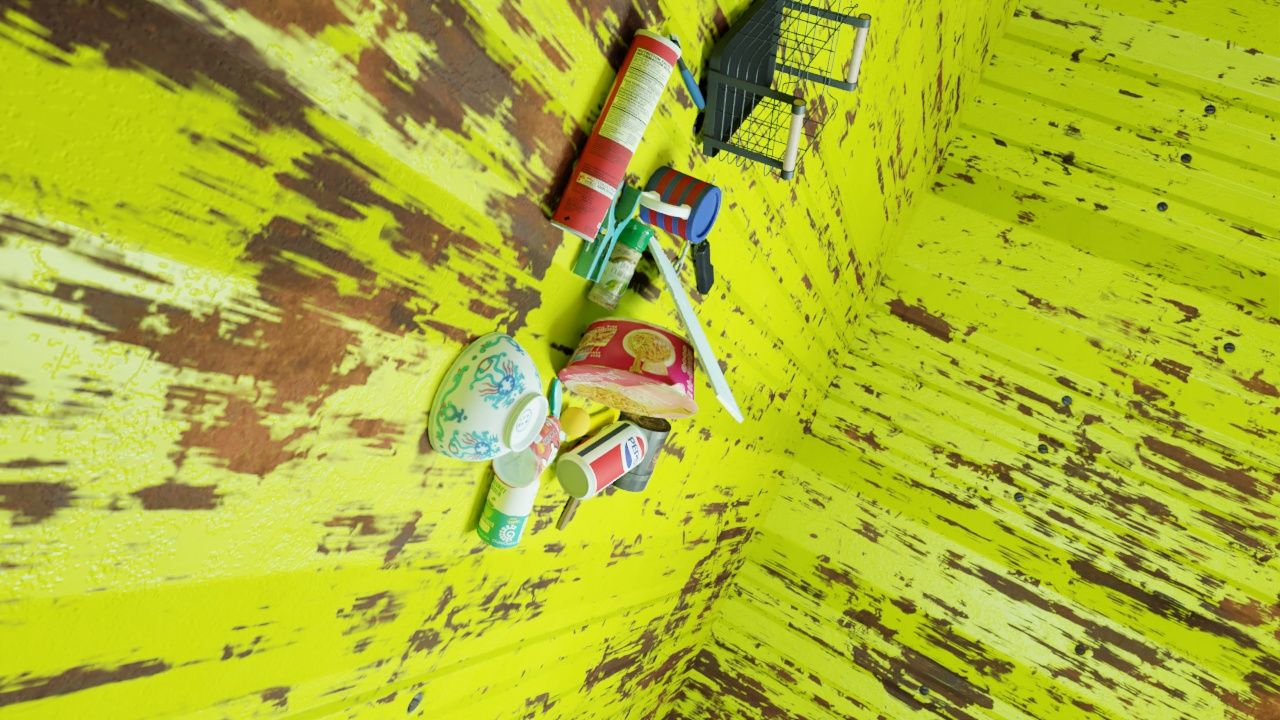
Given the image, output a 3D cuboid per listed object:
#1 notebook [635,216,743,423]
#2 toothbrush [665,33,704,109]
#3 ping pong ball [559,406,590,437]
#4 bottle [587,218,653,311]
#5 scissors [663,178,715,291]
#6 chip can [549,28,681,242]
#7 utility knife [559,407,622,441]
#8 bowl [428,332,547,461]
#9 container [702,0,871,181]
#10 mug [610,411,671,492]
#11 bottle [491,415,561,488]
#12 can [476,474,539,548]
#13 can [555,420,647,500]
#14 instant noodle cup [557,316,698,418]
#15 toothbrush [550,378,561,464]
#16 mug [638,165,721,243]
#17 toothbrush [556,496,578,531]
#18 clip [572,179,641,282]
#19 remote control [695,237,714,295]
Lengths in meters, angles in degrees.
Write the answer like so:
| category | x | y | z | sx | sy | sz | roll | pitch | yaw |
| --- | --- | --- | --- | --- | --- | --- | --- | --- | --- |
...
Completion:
| category | x | y | z | sx | sy | sz | roll | pitch | yaw |
| --- | --- | --- | --- | --- | --- | --- | --- | --- | --- |
| notebook | 0.066 | -0.047 | 1.181 | 0.009 | 0.253 | 0.181 | -26 | 161 | 8 |
| toothbrush | 0.054 | -0.335 | 1.074 | 0.167 | 0.014 | 0.014 | 31 | 52 | -72 |
| ping pong ball | -0.086 | 0.080 | 1.197 | 0.040 | 0.040 | 0.040 | -50 | 156 | -33 |
| bottle | -0.025 | -0.116 | 1.107 | 0.111 | 0.043 | 0.043 | -64 | 160 | 2 |
| scissors | 0.071 | -0.177 | 1.310 | 0.161 | 0.014 | 0.142 | -58 | 162 | -13 |
| chip can | -0.027 | -0.230 | 0.948 | 0.215 | 0.052 | 0.051 | -65 | 160 | 4 |
| utility knife | -0.069 | 0.088 | 1.285 | 0.164 | 0.017 | 0.030 | -20 | 128 | -63 |
| bowl | -0.145 | 0.051 | 0.961 | 0.143 | 0.074 | 0.144 | -50 | 156 | -33 |
| container | 0.188 | -0.360 | 1.186 | 0.240 | 0.130 | 0.163 | -54 | 158 | -35 |
| mug | -0.006 | 0.131 | 1.419 | 0.115 | 0.080 | 0.107 | -65 | 176 | -72 |
| bottle | -0.127 | 0.099 | 1.084 | 0.137 | 0.062 | 0.062 | -48 | 159 | -71 |
| can | -0.159 | 0.173 | 1.107 | 0.054 | 0.055 | 0.102 | -16 | 129 | -64 |
| can | -0.053 | 0.137 | 1.285 | 0.131 | 0.070 | 0.070 | -30 | 142 | -47 |
| instant noodle cup | -0.007 | 0.007 | 1.140 | 0.179 | 0.179 | 0.077 | 59 | 43 | -67 |
| toothbrush | -0.111 | 0.079 | 1.166 | 0.022 | 0.017 | 0.135 | -52 | 159 | -54 |
| mug | 0.043 | -0.192 | 1.130 | 0.111 | 0.076 | 0.075 | -21 | 133 | -62 |
| toothbrush | -0.084 | 0.178 | 1.361 | 0.167 | 0.016 | 0.016 | -63 | 160 | 3 |
| clip | -0.031 | -0.156 | 1.070 | 0.121 | 0.031 | 0.130 | -38 | 148 | -58 |
| remote control | 0.100 | -0.142 | 1.409 | 0.032 | 0.015 | 0.136 | -58 | 164 | -16 |
